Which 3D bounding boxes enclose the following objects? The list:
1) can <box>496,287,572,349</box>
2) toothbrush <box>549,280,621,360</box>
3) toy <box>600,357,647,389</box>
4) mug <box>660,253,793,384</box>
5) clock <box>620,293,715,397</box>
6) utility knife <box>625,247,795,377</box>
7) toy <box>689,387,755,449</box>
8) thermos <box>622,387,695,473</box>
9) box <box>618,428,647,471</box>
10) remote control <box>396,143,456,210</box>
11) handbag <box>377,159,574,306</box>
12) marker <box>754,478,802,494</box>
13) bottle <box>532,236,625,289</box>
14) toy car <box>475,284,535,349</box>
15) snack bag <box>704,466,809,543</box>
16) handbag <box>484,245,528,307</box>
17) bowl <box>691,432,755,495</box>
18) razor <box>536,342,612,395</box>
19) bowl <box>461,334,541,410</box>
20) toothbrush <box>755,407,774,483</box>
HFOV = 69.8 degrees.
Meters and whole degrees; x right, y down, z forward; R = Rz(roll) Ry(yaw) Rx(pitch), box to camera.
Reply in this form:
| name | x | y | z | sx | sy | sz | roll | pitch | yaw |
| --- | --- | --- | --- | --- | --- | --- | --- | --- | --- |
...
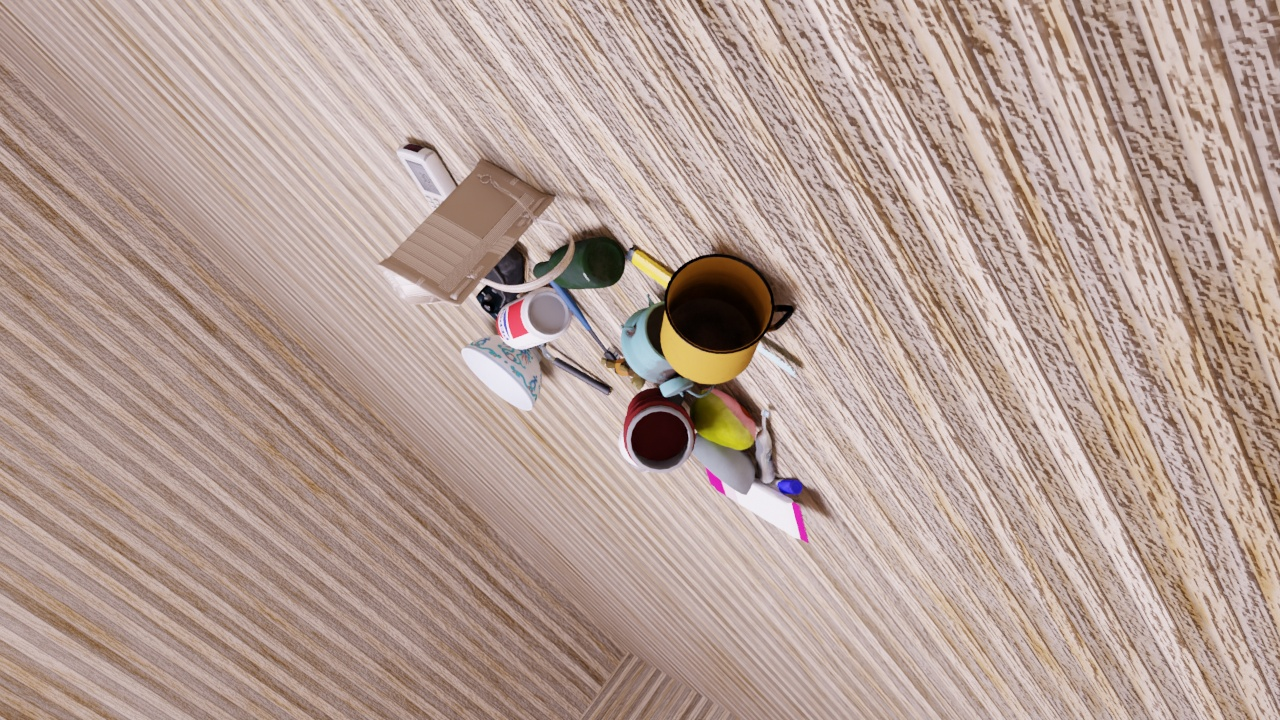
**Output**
| name | x | y | z | sx | sy | sz | roll | pitch | yaw |
| --- | --- | --- | --- | --- | --- | --- | --- | --- | --- |
| can | -0.147 | -0.055 | 1.249 | 0.070 | 0.070 | 0.132 | 45 | 159 | -15 |
| toothbrush | -0.077 | -0.056 | 1.205 | 0.014 | 0.014 | 0.168 | -6 | 129 | 47 |
| toy | -0.007 | 0.006 | 1.143 | 0.100 | 0.062 | 0.076 | 1 | 158 | 33 |
| mug | 0.082 | -0.036 | 0.883 | 0.123 | 0.100 | 0.094 | -3 | 159 | -4 |
| clock | 0.036 | -0.011 | 1.008 | 0.124 | 0.089 | 0.053 | 43 | 150 | -6 |
| utility knife | 0.073 | -0.050 | 0.963 | 0.224 | 0.019 | 0.030 | 40 | 166 | 12 |
| toy | 0.095 | 0.071 | 1.127 | 0.090 | 0.051 | 0.110 | 44 | 162 | -16 |
| thermos | 0.026 | 0.072 | 1.136 | 0.084 | 0.108 | 0.198 | 27 | -176 | -3 |
| box | 0.013 | 0.118 | 1.327 | 0.089 | 0.080 | 0.143 | 24 | 161 | -5 |
| remote control | -0.256 | -0.217 | 1.165 | 0.060 | 0.025 | 0.138 | 24 | 154 | 36 |
| handbag | -0.153 | -0.121 | 0.985 | 0.198 | 0.175 | 0.062 | 21 | 153 | 36 |
| marker | 0.170 | 0.170 | 1.246 | 0.020 | 0.020 | 0.142 | 45 | 159 | -15 |
| bottle | -0.082 | -0.108 | 1.057 | 0.055 | 0.055 | 0.174 | 48 | 159 | -22 |
| toy car | -0.189 | -0.065 | 1.335 | 0.112 | 0.046 | 0.034 | 46 | 158 | -12 |
| snack bag | 0.152 | 0.181 | 1.249 | 0.197 | 0.016 | 0.070 | 26 | 144 | 49 |
| handbag | -0.191 | -0.126 | 1.206 | 0.079 | 0.054 | 0.129 | 41 | 162 | 8 |
| bowl | 0.111 | 0.125 | 1.197 | 0.106 | 0.039 | 0.106 | 39 | -173 | -6 |
| razor | -0.105 | 0.011 | 1.383 | 0.144 | 0.022 | 0.043 | 35 | 160 | 12 |
| bowl | -0.206 | 0.004 | 1.466 | 0.144 | 0.074 | 0.144 | 34 | 159 | 15 |
| toothbrush | 0.154 | 0.104 | 1.139 | 0.024 | 0.022 | 0.186 | 30 | 156 | 24 |
